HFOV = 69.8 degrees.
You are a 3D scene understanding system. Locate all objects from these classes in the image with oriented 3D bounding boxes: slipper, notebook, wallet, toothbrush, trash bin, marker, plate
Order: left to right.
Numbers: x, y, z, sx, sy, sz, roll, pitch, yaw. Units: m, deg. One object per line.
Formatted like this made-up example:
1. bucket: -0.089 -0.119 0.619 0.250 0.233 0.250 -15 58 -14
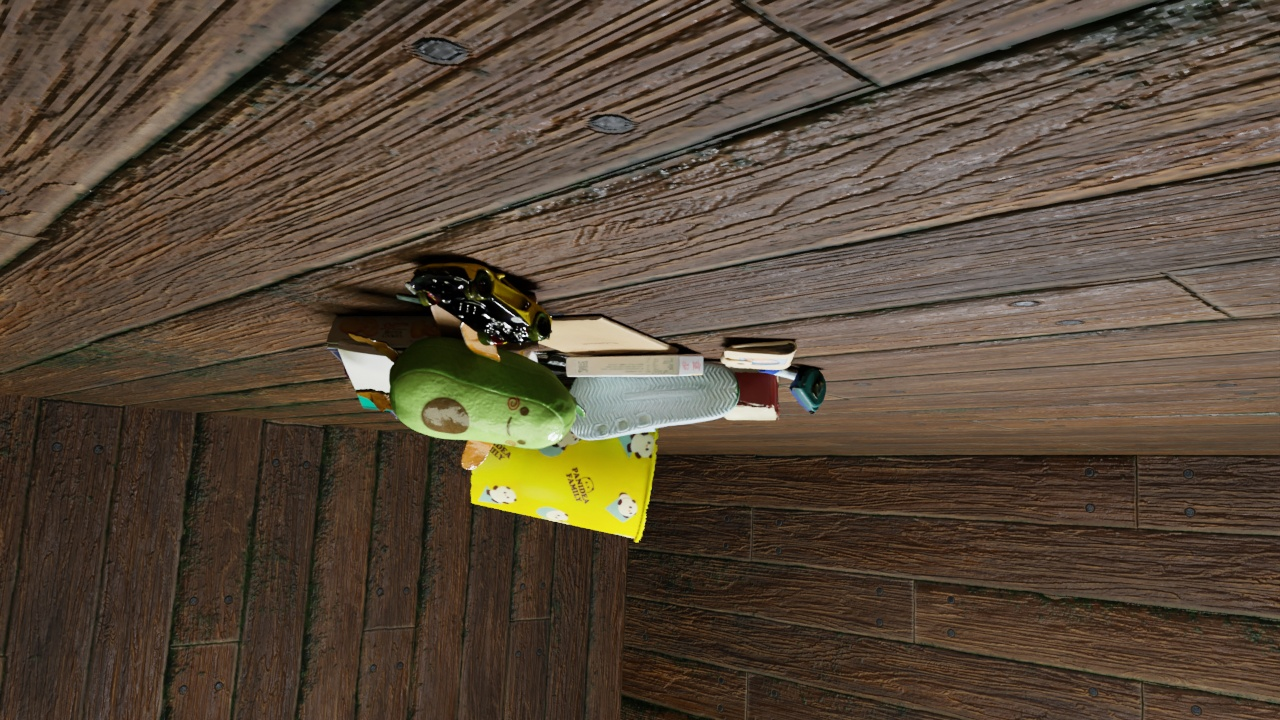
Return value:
1. notebook: -0.226 0.032 1.045 0.209 0.012 0.151 7 152 -1
2. wallet: -0.152 -0.037 0.913 0.101 0.020 0.115 4 158 -4
3. toothbrush: -0.185 -0.009 1.205 0.189 0.016 0.014 6 166 -12
4. plate: -0.142 0.021 1.366 0.179 0.024 0.179 2 170 0
5. trash bin: -0.113 0.140 1.376 0.255 0.229 0.230 8 171 -4
6. notebook: -0.062 -0.027 1.071 0.148 0.008 0.207 -1 170 25
7. slipper: 0.015 0.049 1.257 0.246 0.104 0.074 -7 176 14
8. wallet: 0.139 -0.006 1.097 0.087 0.024 0.115 -3 172 5
9. marker: 0.207 0.018 1.248 0.017 0.017 0.145 -4 169 41

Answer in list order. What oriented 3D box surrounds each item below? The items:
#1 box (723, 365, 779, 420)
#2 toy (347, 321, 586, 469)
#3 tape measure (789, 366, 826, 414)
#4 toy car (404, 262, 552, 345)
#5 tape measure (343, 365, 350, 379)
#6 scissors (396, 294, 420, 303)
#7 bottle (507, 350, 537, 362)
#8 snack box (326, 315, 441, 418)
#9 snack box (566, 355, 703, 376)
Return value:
1. box: 0.155 0.057 1.321 0.091 0.076 0.168 1 171 10
2. toy: -0.178 0.035 0.940 0.247 0.089 0.227 10 138 -1
3. tape measure: 0.229 0.037 1.239 0.025 0.054 0.058 -1 139 45
4. toy car: -0.136 -0.052 0.805 0.071 0.041 0.155 -5 157 29
5. tape measure: -0.354 -0.001 1.175 0.039 0.057 0.058 3 -172 -37
6. scissors: -0.178 -0.053 0.922 0.133 0.017 0.057 10 168 -22
7. bottle: -0.187 0.008 1.163 0.108 0.063 0.063 1 171 13
8. snack box: -0.240 0.012 1.073 0.178 0.045 0.183 0 150 15
9. snack box: -0.007 0.007 1.171 0.157 0.027 0.084 0 180 25
